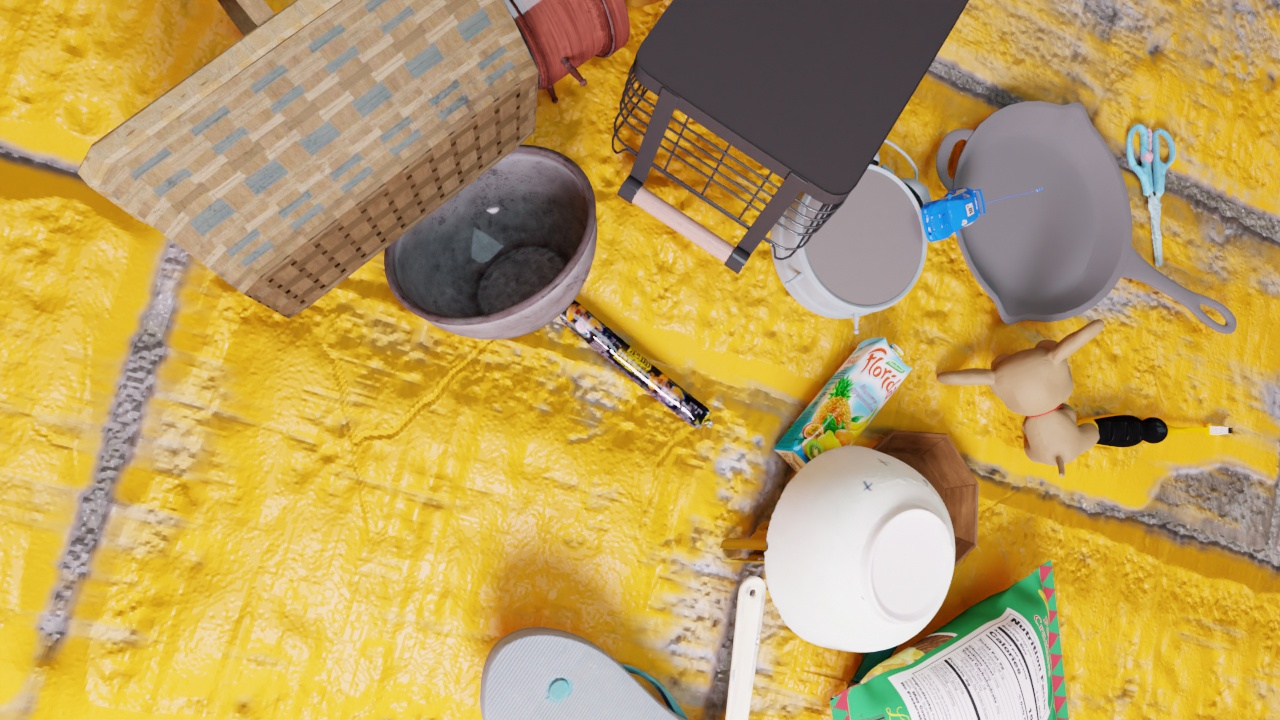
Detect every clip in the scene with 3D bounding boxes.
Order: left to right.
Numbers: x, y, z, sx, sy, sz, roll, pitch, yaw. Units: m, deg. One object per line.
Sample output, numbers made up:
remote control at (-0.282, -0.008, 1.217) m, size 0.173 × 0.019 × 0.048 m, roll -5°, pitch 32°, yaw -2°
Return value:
clip at (0.095, 0.147, 0.703) m, size 0.047 × 0.053 × 0.039 m, roll -15°, pitch 93°, yaw -48°

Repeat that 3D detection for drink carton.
drink carton at (0.162, 0.036, 0.730) m, size 0.044 × 0.039 × 0.128 m, roll 46°, pitch 75°, yaw -11°

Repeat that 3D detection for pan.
pan at (0.404, -0.105, 0.827) m, size 0.354 × 0.024 × 0.216 m, roll 25°, pitch 79°, yaw -15°

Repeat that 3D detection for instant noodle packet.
instant noodle packet at (0.251, 0.291, 0.710) m, size 0.252 × 0.090 × 0.195 m, roll -18°, pitch 104°, yaw -30°

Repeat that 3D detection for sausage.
sausage at (-0.004, 0.004, 0.686) m, size 0.155 × 0.020 × 0.020 m, roll 39°, pitch 76°, yaw -13°

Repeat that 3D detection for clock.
clock at (-0.080, -0.259, 0.625) m, size 0.072 × 0.120 × 0.158 m, roll -39°, pitch 107°, yaw -9°
clock at (0.175, -0.107, 0.740) m, size 0.122 × 0.045 × 0.159 m, roll 32°, pitch 79°, yaw -15°

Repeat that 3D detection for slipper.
slipper at (-0.014, 0.272, 0.658) m, size 0.268 × 0.055 × 0.098 m, roll 39°, pitch 78°, yaw -24°

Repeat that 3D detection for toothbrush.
toothbrush at (0.469, 0.064, 0.840) m, size 0.196 × 0.031 × 0.031 m, roll 1°, pitch 90°, yaw -23°

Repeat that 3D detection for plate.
plate at (0.218, 0.120, 0.751) m, size 0.131 × 0.025 × 0.131 m, roll 1°, pitch 86°, yaw -19°

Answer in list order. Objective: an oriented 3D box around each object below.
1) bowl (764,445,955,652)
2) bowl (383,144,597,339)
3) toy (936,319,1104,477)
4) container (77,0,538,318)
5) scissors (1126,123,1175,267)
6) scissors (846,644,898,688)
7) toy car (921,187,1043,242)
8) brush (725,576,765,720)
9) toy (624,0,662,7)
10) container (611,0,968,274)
bowl at (0.172, 0.141, 0.668) m, size 0.153 × 0.073 × 0.153 m, roll 0°, pitch 91°, yaw -28°
bowl at (-0.091, -0.068, 0.617) m, size 0.145 × 0.067 × 0.144 m, roll -8°, pitch 58°, yaw 12°
toy at (0.333, 0.034, 0.763) m, size 0.108 × 0.134 × 0.105 m, roll 65°, pitch 29°, yaw -5°
container at (-0.200, -0.166, 0.547) m, size 0.249 × 0.158 × 0.186 m, roll -40°, pitch 91°, yaw -9°
scissors at (0.487, -0.155, 0.869) m, size 0.063 × 0.015 × 0.138 m, roll -7°, pitch 95°, yaw -23°
scissors at (0.181, 0.237, 0.719) m, size 0.019 × 0.129 × 0.138 m, roll 32°, pitch 115°, yaw 23°
toy car at (0.273, -0.123, 0.733) m, size 0.091 × 0.062 × 0.033 m, roll -28°, pitch 106°, yaw -42°
brush at (0.069, 0.262, 0.663) m, size 0.033 × 0.012 × 0.217 m, roll 5°, pitch 95°, yaw -29°
toy at (0.000, -0.349, 0.642) m, size 0.199 × 0.162 × 0.203 m, roll -9°, pitch 84°, yaw 19°
container at (0.100, -0.203, 0.654) m, size 0.163 × 0.130 × 0.241 m, roll 33°, pitch 72°, yaw 0°
